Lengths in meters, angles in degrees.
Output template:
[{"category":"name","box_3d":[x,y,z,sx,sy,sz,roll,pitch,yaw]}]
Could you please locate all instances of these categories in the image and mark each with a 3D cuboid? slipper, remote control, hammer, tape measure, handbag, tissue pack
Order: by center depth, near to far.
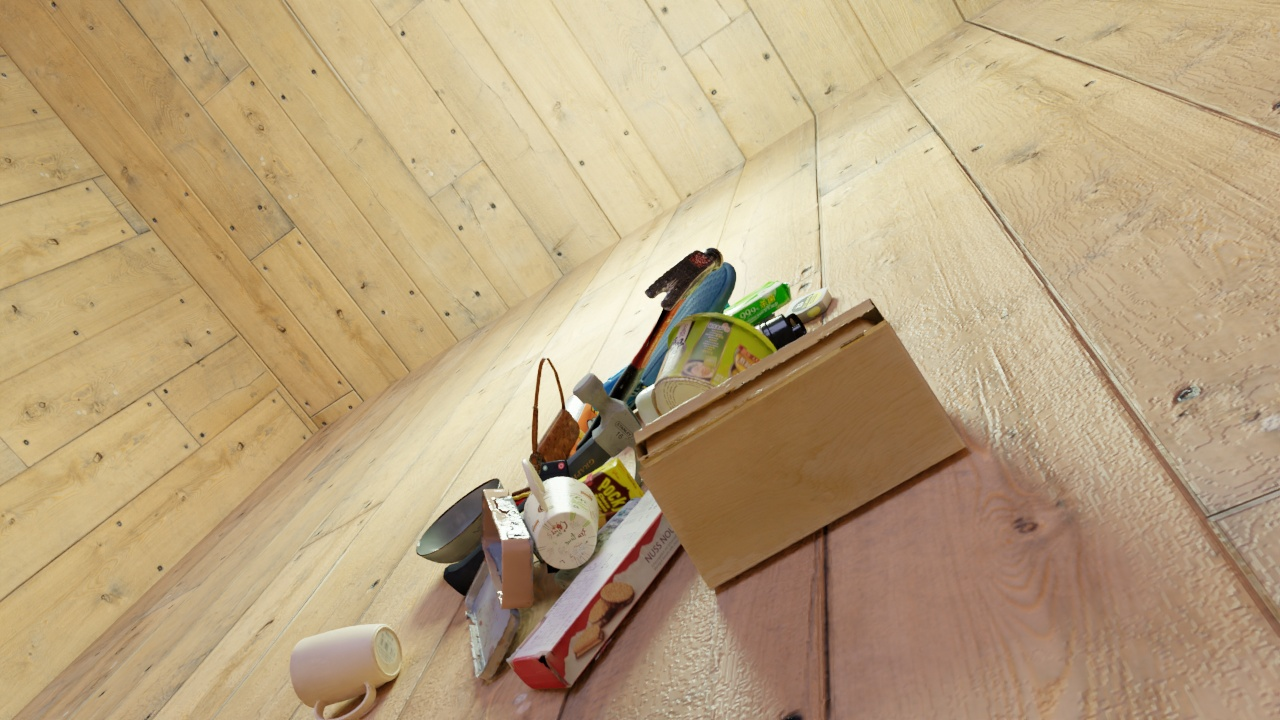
[{"category":"remote control","box_3d":[-0.034,0.197,0.984,0.133,0.022,0.050,-42,16,-27]},{"category":"remote control","box_3d":[-0.094,0.176,1.037,0.039,0.124,0.010,-10,-17,22]},{"category":"hammer","box_3d":[-0.123,0.167,1.115,0.313,0.139,0.035,-43,13,7]},{"category":"hammer","box_3d":[-0.006,0.006,1.126,0.140,0.036,0.327,-36,-20,-56]},{"category":"handbag","box_3d":[-0.108,0.069,1.143,0.043,0.196,0.093,17,45,15]},{"category":"slipper","box_3d":[0.066,-0.036,1.198,0.214,0.059,0.103,-52,19,36]},{"category":"tissue pack","box_3d":[0.148,-0.068,1.228,0.114,0.034,0.099,-32,7,1]},{"category":"tape measure","box_3d":[0.232,-0.073,1.276,0.065,0.017,0.064,-24,18,37]}]

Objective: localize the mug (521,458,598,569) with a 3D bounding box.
[{"category":"mug","box_3d":[-0.088,0.153,0.942,0.081,0.122,0.097,-28,10,-4]}]

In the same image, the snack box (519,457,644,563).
[{"category":"snack box","box_3d":[-0.072,0.175,1.065,0.149,0.061,0.025,-32,13,14]}]

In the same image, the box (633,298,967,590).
[{"category":"box","box_3d":[0.132,0.070,0.808,0.249,0.141,0.148,-32,22,11]}]

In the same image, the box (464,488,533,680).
[{"category":"box","box_3d":[-0.157,0.233,0.993,0.157,0.063,0.216,-69,17,1]}]

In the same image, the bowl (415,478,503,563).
[{"category":"bowl","box_3d":[-0.231,0.231,1.253,0.151,0.057,0.150,-36,13,10]}]

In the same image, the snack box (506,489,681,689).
[{"category":"snack box","box_3d":[-0.015,0.202,0.889,0.077,0.044,0.272,-27,14,50]}]

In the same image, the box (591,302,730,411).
[{"category":"box","box_3d":[0.036,0.004,1.354,0.243,0.066,0.091,-37,0,-10]}]

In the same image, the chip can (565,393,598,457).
[{"category":"chip can","box_3d":[-0.102,0.115,1.333,0.062,0.062,0.210,-30,15,18]}]

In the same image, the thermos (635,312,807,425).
[{"category":"thermos","box_3d":[0.108,0.016,1.181,0.230,0.068,0.101,-31,1,13]}]

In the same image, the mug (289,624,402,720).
[{"category":"mug","box_3d":[-0.333,0.359,1.048,0.104,0.085,0.111,-20,45,13]}]

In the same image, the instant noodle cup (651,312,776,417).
[{"category":"instant noodle cup","box_3d":[0.083,0.027,1.048,0.147,0.146,0.097,-19,31,48]}]

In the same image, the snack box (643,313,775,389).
[{"category":"snack box","box_3d":[0.102,0.003,1.272,0.200,0.042,0.092,-35,13,-2]}]

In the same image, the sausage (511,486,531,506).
[{"category":"sausage","box_3d":[-0.119,0.177,1.214,0.156,0.040,0.040,-24,17,37]}]
